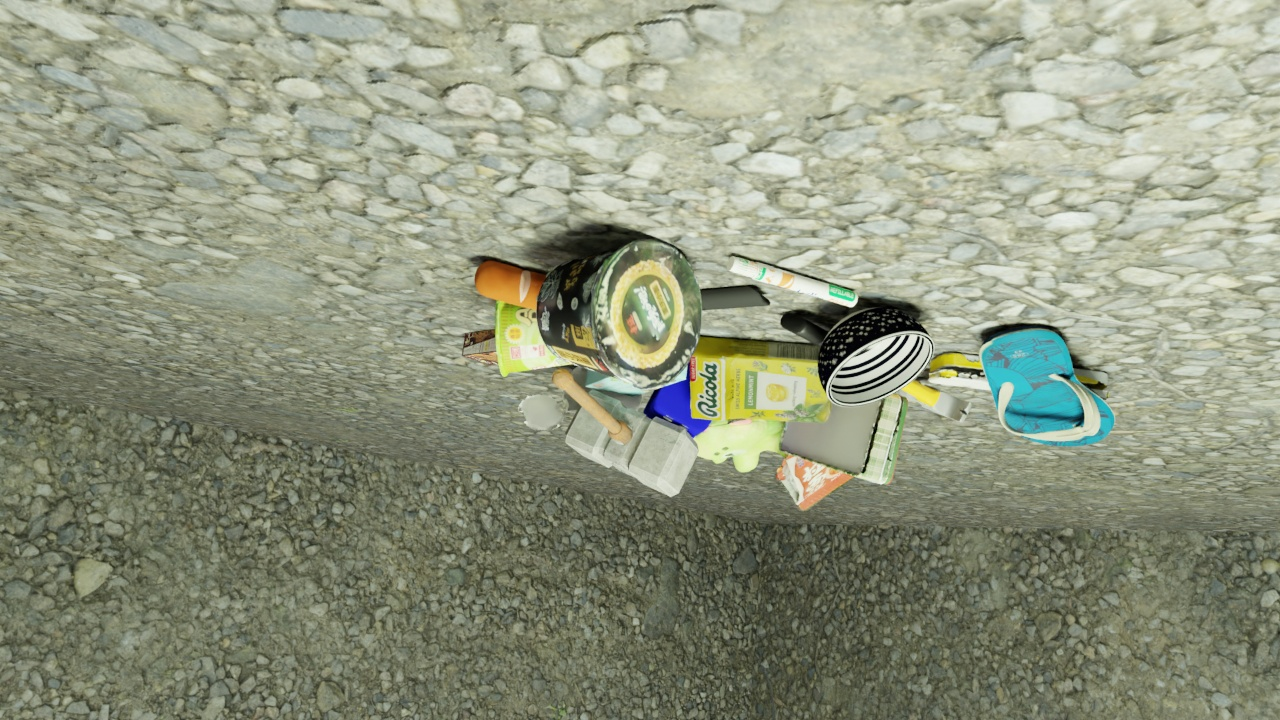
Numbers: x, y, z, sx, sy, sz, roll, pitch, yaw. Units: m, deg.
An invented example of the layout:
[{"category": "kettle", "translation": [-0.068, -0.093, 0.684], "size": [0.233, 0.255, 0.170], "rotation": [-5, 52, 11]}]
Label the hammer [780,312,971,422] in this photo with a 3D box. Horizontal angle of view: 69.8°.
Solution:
[{"category": "hammer", "translation": [0.282, 0.010, 1.087], "size": [0.323, 0.029, 0.127], "rotation": [23, -175, -38]}]

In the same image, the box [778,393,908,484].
[{"category": "box", "translation": [0.262, 0.086, 1.200], "size": [0.051, 0.117, 0.206], "rotation": [17, 177, -23]}]

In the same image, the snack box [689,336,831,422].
[{"category": "snack box", "translation": [0.153, 0.029, 1.152], "size": [0.181, 0.045, 0.121], "rotation": [4, 136, 7]}]

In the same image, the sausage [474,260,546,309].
[{"category": "sausage", "translation": [-0.094, -0.071, 0.967], "size": [0.164, 0.039, 0.045], "rotation": [11, 166, -20]}]

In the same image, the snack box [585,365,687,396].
[{"category": "snack box", "translation": [-0.007, 0.007, 1.219], "size": [0.075, 0.053, 0.175], "rotation": [14, 164, -22]}]

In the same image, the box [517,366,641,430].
[{"category": "box", "translation": [-0.089, 0.063, 1.372], "size": [0.155, 0.084, 0.126], "rotation": [20, 128, -39]}]

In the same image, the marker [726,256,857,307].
[{"category": "marker", "translation": [0.147, -0.076, 0.882], "size": [0.145, 0.017, 0.017], "rotation": [13, 165, -26]}]

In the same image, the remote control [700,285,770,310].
[{"category": "remote control", "translation": [0.066, -0.063, 0.975], "size": [0.147, 0.015, 0.033], "rotation": [-2, 164, 32]}]

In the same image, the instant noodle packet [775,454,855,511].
[{"category": "instant noodle packet", "translation": [0.297, 0.139, 1.463], "size": [0.164, 0.084, 0.221], "rotation": [-32, 154, -4]}]

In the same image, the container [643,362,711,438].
[{"category": "container", "translation": [0.062, 0.056, 1.277], "size": [0.085, 0.084, 0.114], "rotation": [28, 168, -1]}]

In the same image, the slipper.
[{"category": "slipper", "translation": [0.463, 0.052, 1.050], "size": [0.118, 0.060, 0.295], "rotation": [-11, 147, 33]}]

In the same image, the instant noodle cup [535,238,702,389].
[{"category": "instant noodle cup", "translation": [-0.027, -0.044, 0.872], "size": [0.137, 0.137, 0.112], "rotation": [18, 170, -41]}]

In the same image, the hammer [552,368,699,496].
[{"category": "hammer", "translation": [-0.046, 0.072, 1.163], "size": [0.163, 0.082, 0.318], "rotation": [22, 167, 25]}]

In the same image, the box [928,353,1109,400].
[{"category": "box", "translation": [0.456, 0.024, 1.109], "size": [0.209, 0.037, 0.064], "rotation": [7, 168, -3]}]

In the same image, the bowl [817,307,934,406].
[{"category": "bowl", "translation": [0.237, -0.014, 0.963], "size": [0.120, 0.066, 0.120], "rotation": [-14, 144, -11]}]

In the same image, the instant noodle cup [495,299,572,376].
[{"category": "instant noodle cup", "translation": [-0.103, -0.032, 1.033], "size": [0.108, 0.098, 0.099], "rotation": [-1, 166, -1]}]

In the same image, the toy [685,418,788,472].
[{"category": "toy", "translation": [0.157, 0.113, 1.481], "size": [0.150, 0.107, 0.196], "rotation": [-23, 144, 27]}]

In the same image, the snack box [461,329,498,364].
[{"category": "snack box", "translation": [-0.172, -0.020, 1.224], "size": [0.141, 0.031, 0.051], "rotation": [-5, 162, 40]}]
